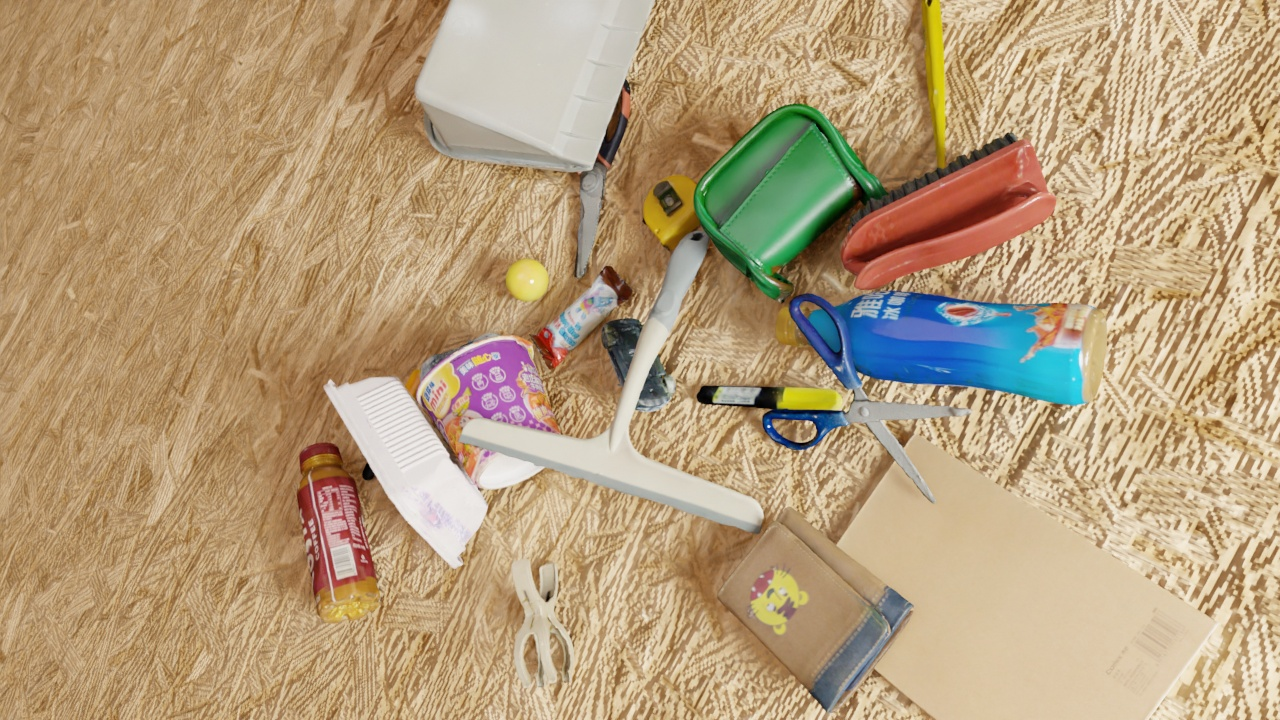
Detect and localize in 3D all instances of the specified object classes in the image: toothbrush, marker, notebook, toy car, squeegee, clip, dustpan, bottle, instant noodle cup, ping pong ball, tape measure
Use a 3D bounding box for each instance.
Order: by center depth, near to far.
[{"bbox_3d":[0.222,0.162,0.590,0.211,0.012,0.149,36,93,36],"label":"notebook"},{"bbox_3d":[0.197,-0.014,0.634,0.219,0.065,0.065,8,77,34],"label":"bottle"},{"bbox_3d":[0.229,-0.205,0.712,0.016,0.016,0.189,-8,69,29],"label":"toothbrush"},{"bbox_3d":[0.098,0.029,0.714,0.124,0.015,0.018,1,81,36],"label":"marker"},{"bbox_3d":[0.011,-0.015,0.731,0.247,0.039,0.246,15,64,15],"label":"squeegee"},{"bbox_3d":[-0.081,0.212,0.744,0.035,0.076,0.100,-18,65,26],"label":"clip"},{"bbox_3d":[-0.005,0.005,0.771,0.090,0.042,0.034,65,149,29],"label":"toy car"},{"bbox_3d":[-0.125,0.050,0.794,0.112,0.111,0.099,-37,64,16],"label":"instant noodle cup"},{"bbox_3d":[0.029,-0.135,0.806,0.060,0.029,0.057,-43,55,12],"label":"tape measure"},{"bbox_3d":[-0.201,0.089,0.820,0.060,0.138,0.173,-34,54,-10],"label":"instant noodle cup"},{"bbox_3d":[-0.107,-0.075,0.863,0.040,0.040,0.040,-11,67,29],"label":"ping pong ball"},{"bbox_3d":[-0.169,0.007,0.880,0.106,0.031,0.049,-20,64,24],"label":"toy car"},{"bbox_3d":[-0.296,0.162,0.888,0.058,0.057,0.174,-34,58,18],"label":"bottle"},{"bbox_3d":[-0.246,0.065,0.918,0.018,0.015,0.124,30,93,37],"label":"marker"},{"bbox_3d":[-0.123,-0.301,0.961,0.258,0.142,0.222,18,81,10],"label":"dustpan"}]

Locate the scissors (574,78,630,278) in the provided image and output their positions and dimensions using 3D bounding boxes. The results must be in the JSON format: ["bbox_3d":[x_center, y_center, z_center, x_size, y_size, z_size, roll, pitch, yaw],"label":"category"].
[{"bbox_3d":[-0.058,-0.179,0.886,0.177,0.015,0.210,37,94,34],"label":"scissors"}]

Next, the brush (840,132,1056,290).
[{"bbox_3d":[0.211,-0.097,0.647,0.146,0.063,0.069,-24,38,20],"label":"brush"}]

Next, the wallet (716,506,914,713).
[{"bbox_3d":[0.117,0.167,0.629,0.090,0.033,0.115,-54,50,4],"label":"wallet"}]

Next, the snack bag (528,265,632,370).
[{"bbox_3d":[-0.053,-0.039,0.825,0.105,0.026,0.045,-43,53,10],"label":"snack bag"}]

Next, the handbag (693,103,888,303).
[{"bbox_3d":[0.116,-0.125,0.730,0.131,0.068,0.120,-41,65,12],"label":"handbag"}]

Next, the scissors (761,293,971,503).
[{"bbox_3d":[0.146,0.028,0.642,0.176,0.012,0.162,-18,93,50],"label":"scissors"}]
